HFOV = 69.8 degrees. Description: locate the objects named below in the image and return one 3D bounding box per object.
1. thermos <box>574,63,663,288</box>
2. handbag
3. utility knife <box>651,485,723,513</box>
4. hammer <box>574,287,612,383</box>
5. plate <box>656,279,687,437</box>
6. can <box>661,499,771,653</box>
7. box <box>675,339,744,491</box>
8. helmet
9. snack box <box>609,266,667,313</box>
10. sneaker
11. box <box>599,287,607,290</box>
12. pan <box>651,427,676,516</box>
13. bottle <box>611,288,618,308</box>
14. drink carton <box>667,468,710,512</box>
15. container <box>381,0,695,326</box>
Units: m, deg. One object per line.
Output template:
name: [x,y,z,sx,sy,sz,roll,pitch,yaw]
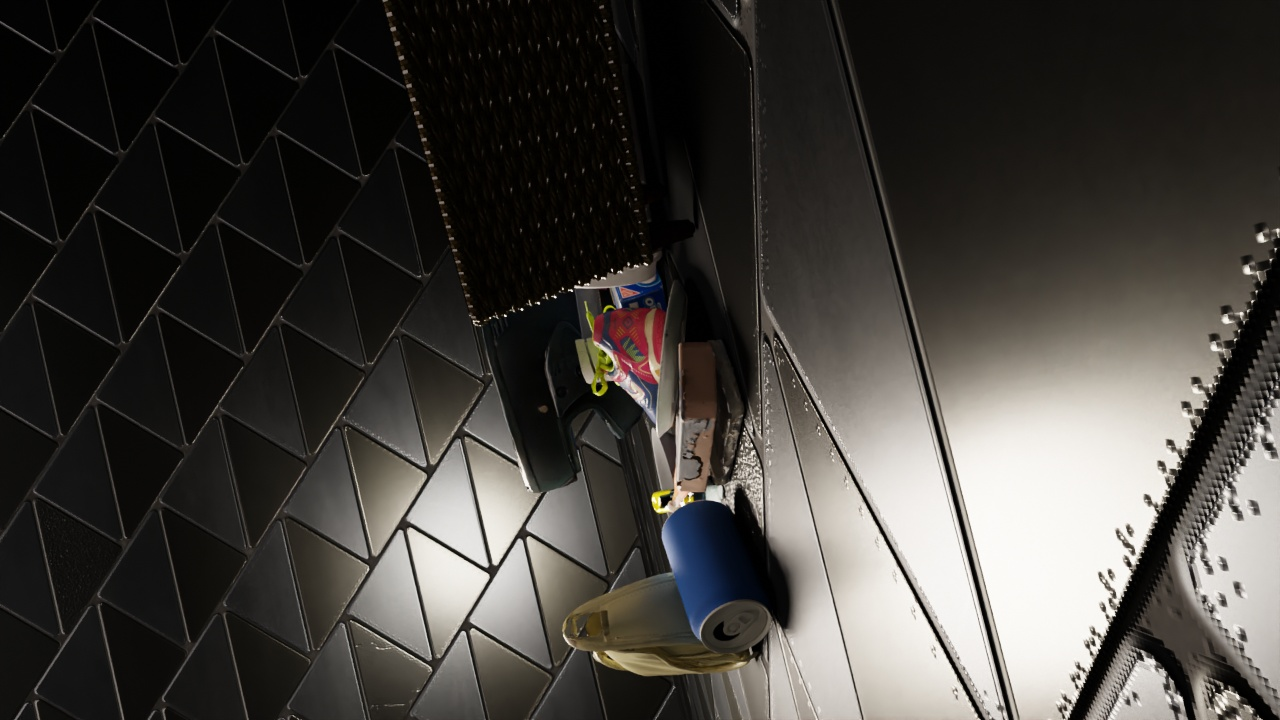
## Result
thermos: [-0.046,-0.197,0.978,0.131,0.131,0.222,-119,24,-71]
handbag: [0.027,0.304,1.015,0.233,0.191,0.088,69,-174,-63]
utility knife: [0.056,0.161,1.083,0.214,0.020,0.028,147,109,-68]
hammer: [-0.071,-0.126,1.117,0.139,0.035,0.312,-42,-56,-81]
plate: [0.032,-0.001,0.906,0.157,0.014,0.157,9,-92,-84]
can: [0.073,0.209,0.906,0.146,0.079,0.079,-111,9,-56]
box: [0.056,0.059,0.867,0.217,0.063,0.081,89,178,-64]
helmet: [-0.097,0.023,1.383,0.249,0.236,0.316,-156,51,-84]
snack box: [-0.021,-0.135,1.149,0.059,0.059,0.226,78,176,-46]
sneaker: [-0.006,0.007,1.058,0.242,0.091,0.116,75,-163,-63]
box: [-0.079,-0.214,1.337,0.098,0.037,0.232,-56,47,36]
pan: [0.065,0.259,1.270,0.200,0.051,0.357,-119,16,-71]
bottle: [-0.013,-0.091,1.223,0.048,0.048,0.131,100,156,-77]
drink carton: [0.052,0.126,1.029,0.122,0.039,0.069,112,170,-67]
container: [-0.084,-0.225,0.782,0.176,0.205,0.321,-113,11,-61]
